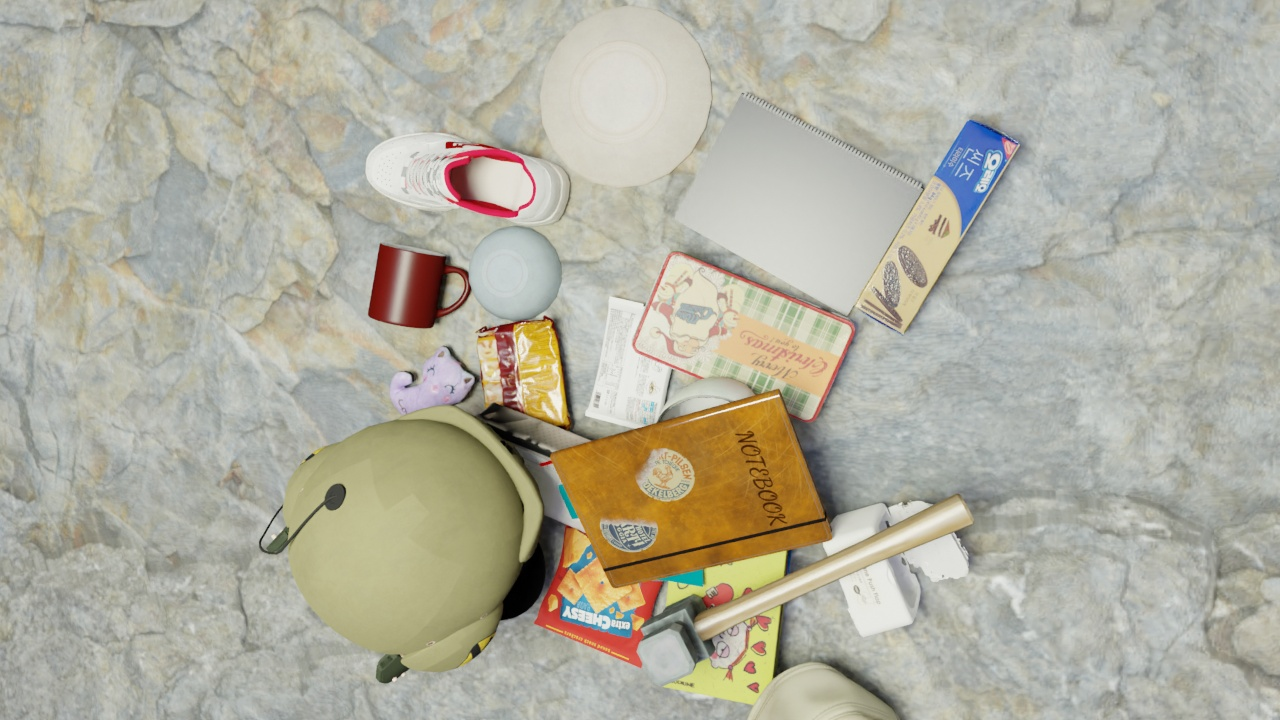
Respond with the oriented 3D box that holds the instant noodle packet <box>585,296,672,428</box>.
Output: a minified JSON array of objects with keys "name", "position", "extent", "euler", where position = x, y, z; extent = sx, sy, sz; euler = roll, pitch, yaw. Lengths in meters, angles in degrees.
[{"name":"instant noodle packet","position":[-0.006,0.006,0.990],"extent":[0.087,0.026,0.134],"euler":[14,98,13]}]

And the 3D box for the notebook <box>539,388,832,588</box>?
[{"name":"notebook","position":[0.044,0.139,0.892],"extent":[0.250,0.014,0.178],"euler":[-17,109,18]}]

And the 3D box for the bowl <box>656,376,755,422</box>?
[{"name":"bowl","position":[0.074,0.067,0.905],"extent":[0.116,0.065,0.116],"euler":[7,121,11]}]

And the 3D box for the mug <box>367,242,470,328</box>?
[{"name":"mug","position":[-0.245,-0.081,1.028],"extent":[0.105,0.073,0.082],"euler":[10,98,-16]}]

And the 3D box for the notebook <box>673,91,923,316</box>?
[{"name":"notebook","position":[0.159,-0.161,0.939],"extent":[0.207,0.016,0.149],"euler":[31,103,10]}]

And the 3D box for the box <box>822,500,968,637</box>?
[{"name":"box","position":[0.262,0.192,0.895],"extent":[0.130,0.102,0.110],"euler":[-20,90,25]}]

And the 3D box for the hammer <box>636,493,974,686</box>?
[{"name":"hammer","position":[0.149,0.203,0.843],"extent":[0.323,0.117,0.051],"euler":[-28,85,14]}]

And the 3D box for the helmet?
[{"name":"helmet","position":[-0.208,0.161,0.886],"extent":[0.233,0.255,0.250],"euler":[-45,84,19]}]

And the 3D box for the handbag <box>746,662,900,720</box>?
[{"name":"handbag","position":[0.181,0.435,0.907],"extent":[0.184,0.132,0.229],"euler":[23,105,-29]}]

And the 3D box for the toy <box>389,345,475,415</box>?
[{"name":"toy","position":[-0.242,0.030,1.049],"extent":[0.080,0.036,0.100],"euler":[45,105,7]}]

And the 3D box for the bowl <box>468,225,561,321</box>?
[{"name":"bowl","position":[-0.143,-0.095,1.006],"extent":[0.106,0.039,0.106],"euler":[1,95,10]}]

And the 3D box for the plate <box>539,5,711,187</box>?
[{"name":"plate","position":[-0.021,-0.280,0.968],"extent":[0.189,0.027,0.189],"euler":[1,95,14]}]

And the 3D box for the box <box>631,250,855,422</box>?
[{"name":"box","position":[0.103,-0.026,0.934],"extent":[0.205,0.050,0.118],"euler":[24,101,2]}]

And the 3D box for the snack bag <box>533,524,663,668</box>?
[{"name":"snack bag","position":[-0.039,0.249,1.014],"extent":[0.131,0.039,0.144],"euler":[19,100,12]}]

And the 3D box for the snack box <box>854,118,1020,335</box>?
[{"name":"snack box","position":[0.283,-0.127,0.887],"extent":[0.057,0.056,0.207],"euler":[31,102,11]}]

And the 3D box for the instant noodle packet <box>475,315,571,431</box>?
[{"name":"instant noodle packet","position":[-0.130,0.022,1.018],"extent":[0.099,0.039,0.135],"euler":[-7,92,17]}]

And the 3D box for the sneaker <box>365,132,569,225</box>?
[{"name":"sneaker","position":[-0.202,-0.198,0.982],"extent":[0.237,0.104,0.090],"euler":[15,98,13]}]

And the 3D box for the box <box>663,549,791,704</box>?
[{"name":"box","position":[0.093,0.232,0.958],"extent":[0.124,0.082,0.221],"euler":[9,98,14]}]

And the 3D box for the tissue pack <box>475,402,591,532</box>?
[{"name":"tissue pack","position":[-0.092,0.117,0.984],"extent":[0.181,0.071,0.104],"euler":[18,126,13]}]

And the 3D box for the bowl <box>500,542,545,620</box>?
[{"name":"bowl","position":[-0.157,0.224,1.035],"extent":[0.124,0.052,0.124],"euler":[1,95,14]}]
